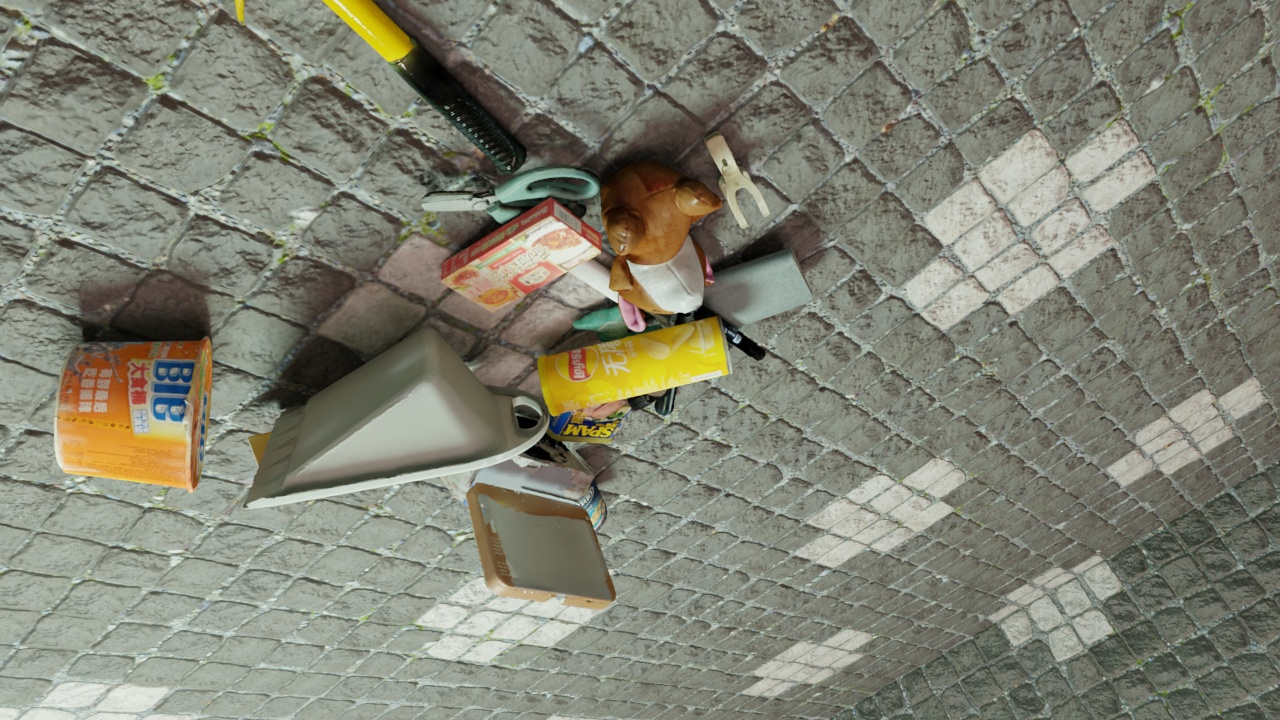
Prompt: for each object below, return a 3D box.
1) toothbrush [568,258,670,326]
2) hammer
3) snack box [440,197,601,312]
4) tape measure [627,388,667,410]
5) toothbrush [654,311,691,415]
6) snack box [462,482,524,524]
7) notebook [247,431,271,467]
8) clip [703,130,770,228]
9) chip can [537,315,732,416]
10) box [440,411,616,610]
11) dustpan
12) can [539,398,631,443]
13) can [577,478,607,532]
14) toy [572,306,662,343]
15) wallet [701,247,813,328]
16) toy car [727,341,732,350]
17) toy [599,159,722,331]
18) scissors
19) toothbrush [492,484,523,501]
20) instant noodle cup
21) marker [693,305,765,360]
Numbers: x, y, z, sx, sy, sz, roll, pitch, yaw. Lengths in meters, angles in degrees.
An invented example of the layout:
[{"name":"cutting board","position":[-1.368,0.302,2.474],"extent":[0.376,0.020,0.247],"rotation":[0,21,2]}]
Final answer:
[{"name":"toothbrush","position":[-0.032,-0.083,1.010],"extent":[0.027,0.026,0.221],"rotation":[5,163,41]},{"name":"hammer","position":[-0.192,-0.245,0.728],"extent":[0.129,0.032,0.300],"rotation":[-33,141,15]},{"name":"snack box","position":[-0.119,-0.101,0.910],"extent":[0.153,0.025,0.075],"rotation":[-24,142,30]},{"name":"tape measure","position":[0.002,0.019,1.114],"extent":[0.034,0.066,0.065],"rotation":[-25,-170,44]},{"name":"toothbrush","position":[0.041,-0.001,1.137],"extent":[0.027,0.026,0.213],"rotation":[-1,142,-7]},{"name":"snack box","position":[-0.190,0.184,1.255],"extent":[0.084,0.026,0.157],"rotation":[-25,143,4]},{"name":"notebook","position":[-0.298,0.082,0.969],"extent":[0.205,0.146,0.010],"rotation":[-14,113,-26]},{"name":"clip","position":[0.095,-0.189,0.947],"extent":[0.035,0.096,0.101],"rotation":[-30,100,11]},{"name":"chip can","position":[-0.006,0.006,1.041],"extent":[0.213,0.072,0.072],"rotation":[-13,143,3]},{"name":"box","position":[-0.130,0.160,1.050],"extent":[0.178,0.261,0.103],"rotation":[23,104,-43]},{"name":"dustpan","position":[-0.236,0.076,0.940],"extent":[0.258,0.222,0.142],"rotation":[-35,113,1]},{"name":"can","position":[-0.062,0.054,1.138],"extent":[0.102,0.057,0.083],"rotation":[6,132,-33]},{"name":"can","position":[-0.093,0.191,1.274],"extent":[0.075,0.075,0.111],"rotation":[-21,143,-2]},{"name":"toy","position":[-0.024,-0.034,1.071],"extent":[0.096,0.030,0.092],"rotation":[-16,147,3]},{"name":"wallet","position":[0.129,-0.082,1.079],"extent":[0.130,0.037,0.106],"rotation":[-18,148,16]},{"name":"toy car","position":[0.078,-0.011,1.125],"extent":[0.106,0.031,0.049],"rotation":[-20,149,-53]},{"name":"toy","position":[0.025,-0.108,0.941],"extent":[0.140,0.130,0.200],"rotation":[-25,153,-10]},{"name":"scissors","position":[-0.112,-0.158,0.845],"extent":[0.184,0.019,0.130],"rotation":[1,157,-43]},{"name":"toothbrush","position":[-0.193,0.147,1.177],"extent":[0.017,0.016,0.187],"rotation":[-46,120,7]},{"name":"instant noodle cup","position":[-0.471,0.047,0.860],"extent":[0.111,0.151,0.152],"rotation":[4,136,-19]},{"name":"marker","position":[0.108,-0.031,1.104],"extent":[0.022,0.020,0.132],"rotation":[7,164,44]}]
